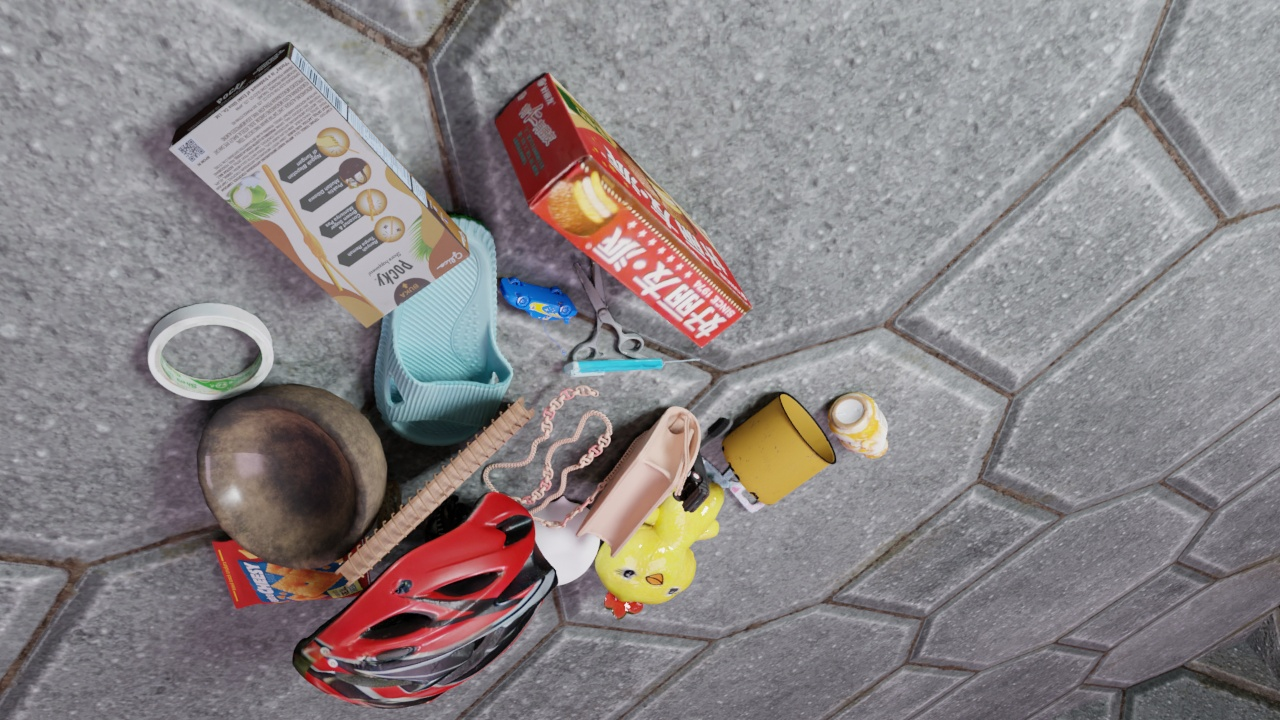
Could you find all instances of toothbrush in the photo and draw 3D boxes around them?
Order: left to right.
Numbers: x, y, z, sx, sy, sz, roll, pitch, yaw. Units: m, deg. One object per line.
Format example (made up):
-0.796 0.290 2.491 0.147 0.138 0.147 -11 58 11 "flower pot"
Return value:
0.048 0.123 1.093 0.013 0.012 0.168 28 118 -35 "toothbrush"

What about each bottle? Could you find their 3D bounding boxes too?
-0.296 0.149 0.912 0.105 0.056 0.056 0 134 -28 "bottle"
0.273 0.085 1.128 0.063 0.063 0.109 -34 140 10 "bottle"

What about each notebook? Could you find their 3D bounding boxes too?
-0.179 0.114 0.834 0.210 0.022 0.169 -44 -178 -8 "notebook"

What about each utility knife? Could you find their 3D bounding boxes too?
-0.005 0.005 0.924 0.148 0.015 0.022 -3 167 -26 "utility knife"

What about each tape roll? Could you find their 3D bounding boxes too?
-0.349 -0.006 0.748 0.093 0.018 0.094 -14 139 -13 "tape roll"

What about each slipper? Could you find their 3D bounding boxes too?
-0.173 -0.005 0.802 0.116 0.069 0.277 -4 135 -18 "slipper"

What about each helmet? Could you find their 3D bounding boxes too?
-0.213 0.247 0.929 0.271 0.167 0.218 -31 171 -33 "helmet"

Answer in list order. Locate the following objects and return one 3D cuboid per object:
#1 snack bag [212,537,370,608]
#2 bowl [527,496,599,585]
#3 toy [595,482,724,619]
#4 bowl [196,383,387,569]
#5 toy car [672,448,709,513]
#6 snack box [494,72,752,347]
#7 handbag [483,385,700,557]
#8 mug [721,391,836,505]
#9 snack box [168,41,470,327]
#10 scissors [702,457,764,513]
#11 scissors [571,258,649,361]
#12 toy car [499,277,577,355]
-0.361 0.220 0.967 0.144 0.039 0.131 -2 136 -12 "snack bag"
-0.100 0.225 1.083 0.114 0.050 0.115 -9 128 -12 "bowl"
0.022 0.225 1.131 0.133 0.092 0.208 27 114 -30 "toy"
-0.293 0.094 0.797 0.162 0.070 0.162 4 108 13 "bowl"
0.057 0.130 1.042 0.037 0.092 0.040 23 121 -26 "toy car"
-0.008 -0.111 0.732 0.060 0.113 0.236 -38 138 15 "snack box"
-0.040 0.092 0.996 0.187 0.116 0.199 33 126 -4 "handbag"
0.164 0.108 1.068 0.094 0.100 0.123 -40 140 19 "mug"
-0.221 -0.117 0.655 0.101 0.031 0.186 -33 129 9 "snack box"
0.108 0.166 1.172 0.174 0.013 0.171 17 121 -37 "scissors"
-0.025 -0.044 0.875 0.120 0.014 0.160 -2 138 -24 "scissors"
-0.094 -0.036 0.829 0.092 0.033 0.062 11 122 -35 "toy car"
